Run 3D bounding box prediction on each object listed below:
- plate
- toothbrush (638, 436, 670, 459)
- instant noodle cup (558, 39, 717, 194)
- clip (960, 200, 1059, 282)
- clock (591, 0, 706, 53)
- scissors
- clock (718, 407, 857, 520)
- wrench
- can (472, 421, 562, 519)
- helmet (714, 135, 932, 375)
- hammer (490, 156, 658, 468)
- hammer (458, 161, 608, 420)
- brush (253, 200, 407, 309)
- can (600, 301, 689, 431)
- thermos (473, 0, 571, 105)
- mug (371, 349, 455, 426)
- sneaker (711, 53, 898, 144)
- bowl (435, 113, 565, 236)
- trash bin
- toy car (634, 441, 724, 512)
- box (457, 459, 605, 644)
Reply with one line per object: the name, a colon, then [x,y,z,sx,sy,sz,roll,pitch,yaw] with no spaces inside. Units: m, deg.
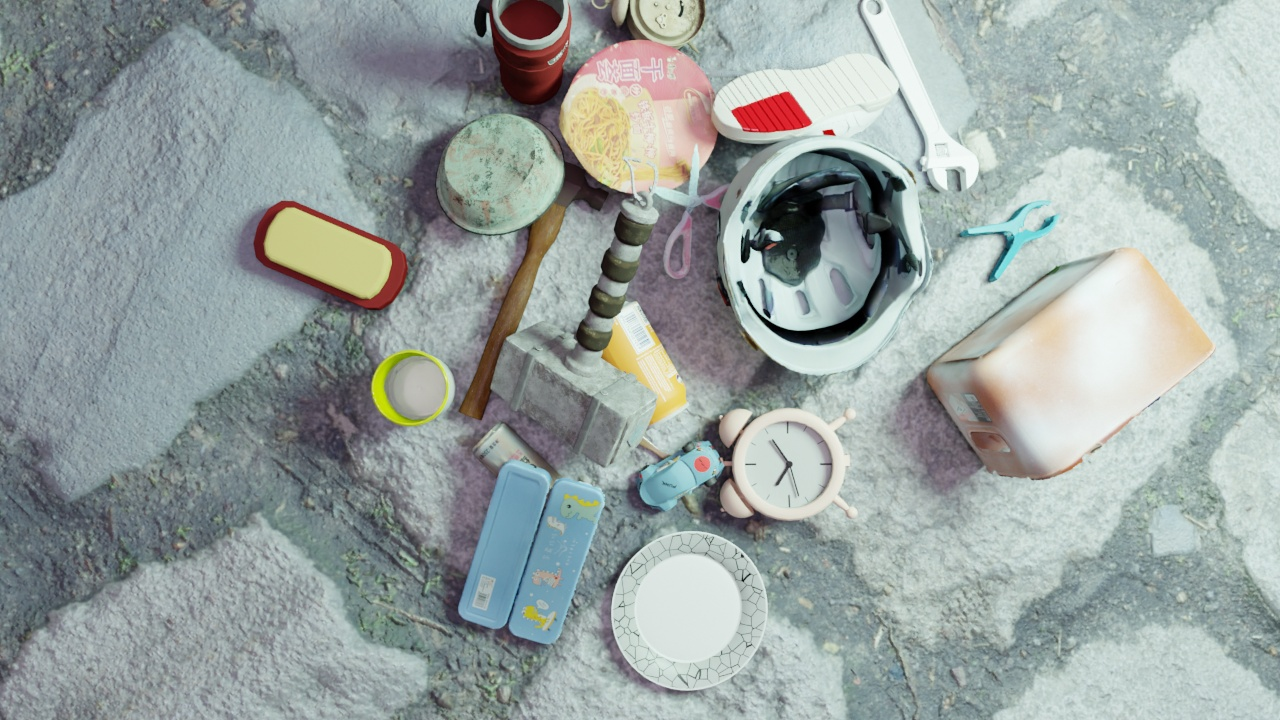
plate: [0.059,0.300,1.108,0.188,0.016,0.188,0,89,-6]
toothbrush: [-0.010,0.089,1.106,0.167,0.016,0.016,34,86,-4]
instant noodle cup: [-0.002,-0.278,1.086,0.178,0.078,0.178,0,90,-5]
clip: [0.467,-0.170,1.160,0.120,0.027,0.104,-30,94,-6]
clock: [0.009,-0.419,1.102,0.140,0.055,0.093,6,88,-13]
scissors: [0.062,-0.168,1.081,0.170,0.014,0.173,5,117,-46]
clock: [0.175,0.123,1.103,0.160,0.086,0.131,-1,89,3]
wrench: [0.346,-0.336,1.155,0.066,0.018,0.273,-26,90,-7]
can: [-0.132,0.134,1.073,0.135,0.054,0.054,45,84,-3]
helmet: [0.194,-0.127,1.059,0.236,0.163,0.264,-13,109,-4]
hammer: [-0.038,-0.056,0.972,0.177,0.079,0.327,33,122,17]
hammer: [-0.144,-0.085,1.089,0.115,0.033,0.323,21,87,-7]
brush: [-0.359,-0.122,1.061,0.173,0.042,0.082,23,86,-5]
can: [-0.006,0.006,1.077,0.079,0.079,0.142,-30,92,-6]
thermos: [-0.132,-0.355,1.012,0.108,0.199,0.084,27,86,-5]
mug: [-0.254,0.031,1.036,0.082,0.106,0.082,0,88,-7]
sneaker: [0.185,-0.284,1.087,0.236,0.104,0.090,-21,68,-21]
bowl: [-0.167,-0.223,1.057,0.157,0.038,0.157,-3,72,9]
trash bin: [0.494,-0.001,1.082,0.259,0.181,0.157,-36,91,-5]
toy car: [0.044,0.139,1.086,0.108,0.027,0.060,-32,92,17]
box: [-0.126,0.223,1.053,0.125,0.021,0.209,19,105,3]
